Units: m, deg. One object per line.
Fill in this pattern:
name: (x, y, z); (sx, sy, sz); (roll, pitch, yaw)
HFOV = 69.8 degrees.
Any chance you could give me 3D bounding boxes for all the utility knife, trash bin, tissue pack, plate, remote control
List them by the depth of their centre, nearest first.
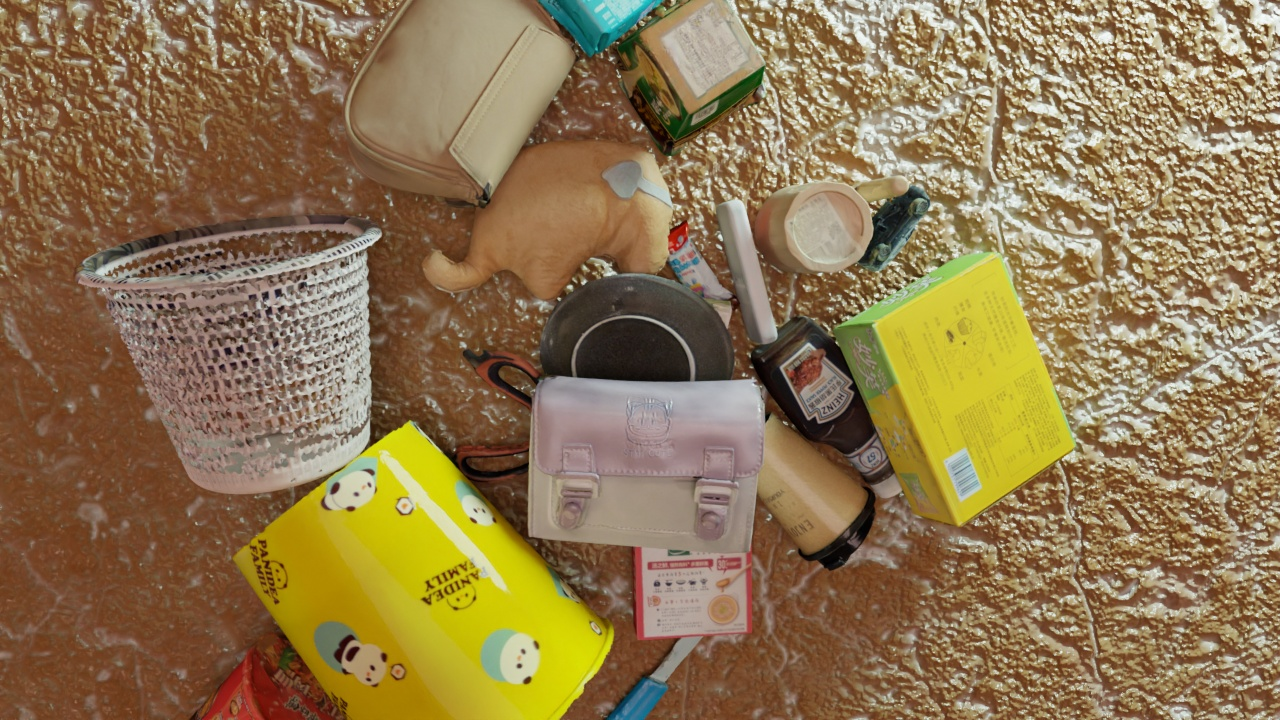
trash bin: (-0.315, -0.006, 0.758); (0.227, 0.227, 0.192); (-6, 110, -5)
trash bin: (-0.190, 0.207, 0.786); (0.229, 0.229, 0.255); (-38, 94, 0)
tissue pack: (-0.027, -0.337, 0.797); (0.133, 0.050, 0.093); (-43, 100, -16)
plate: (-0.005, 0.005, 0.832); (0.179, 0.024, 0.180); (4, 122, 6)
remote control: (0.099, -0.082, 0.853); (0.020, 0.056, 0.136); (-17, 98, -6)
utility knife: (-0.005, 0.346, 0.916); (0.034, 0.018, 0.214); (39, 94, -7)

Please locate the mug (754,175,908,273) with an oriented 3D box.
mug: (0.173, -0.129, 0.830); (0.124, 0.103, 0.084); (-29, 99, -1)

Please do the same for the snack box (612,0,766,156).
snack box: (0.047, -0.258, 0.800); (0.118, 0.105, 0.117); (-34, 100, 0)

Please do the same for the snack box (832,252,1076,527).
snack box: (0.296, 0.026, 0.861); (0.157, 0.070, 0.210); (-28, 99, -17)

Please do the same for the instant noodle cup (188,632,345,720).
instant noodle cup: (-0.336, 0.335, 0.831); (0.109, 0.137, 0.138); (-40, 99, 9)

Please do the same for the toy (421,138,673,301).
toy: (-0.084, -0.126, 0.818); (0.226, 0.082, 0.143); (-11, 81, -1)

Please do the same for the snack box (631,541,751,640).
snack box: (0.049, 0.201, 0.890); (0.113, 0.044, 0.127); (-2, 99, -5)

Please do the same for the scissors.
scissors: (-0.081, 0.064, 0.849); (0.227, 0.015, 0.189); (37, 111, -15)

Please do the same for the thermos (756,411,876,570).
thermos: (0.152, 0.121, 0.871); (0.093, 0.093, 0.143); (-45, 92, 1)

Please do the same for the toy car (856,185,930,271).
toy car: (0.238, -0.125, 0.869); (0.034, 0.043, 0.090); (33, 97, -36)

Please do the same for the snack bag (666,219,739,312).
snack bag: (0.050, -0.082, 0.862); (0.045, 0.026, 0.105); (-32, 102, 11)

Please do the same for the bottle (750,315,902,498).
bottle: (0.190, 0.050, 0.885); (0.080, 0.044, 0.195); (-39, 100, -2)

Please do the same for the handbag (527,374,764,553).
handbag: (0.004, 0.088, 0.800); (0.197, 0.098, 0.145); (3, 109, 2)

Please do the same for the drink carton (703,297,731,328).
drink carton: (0.020, -0.035, 0.848); (0.122, 0.045, 0.054); (7, 111, 2)

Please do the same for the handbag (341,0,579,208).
handbag: (-0.156, -0.230, 0.782); (0.148, 0.100, 0.204); (30, 76, -3)
